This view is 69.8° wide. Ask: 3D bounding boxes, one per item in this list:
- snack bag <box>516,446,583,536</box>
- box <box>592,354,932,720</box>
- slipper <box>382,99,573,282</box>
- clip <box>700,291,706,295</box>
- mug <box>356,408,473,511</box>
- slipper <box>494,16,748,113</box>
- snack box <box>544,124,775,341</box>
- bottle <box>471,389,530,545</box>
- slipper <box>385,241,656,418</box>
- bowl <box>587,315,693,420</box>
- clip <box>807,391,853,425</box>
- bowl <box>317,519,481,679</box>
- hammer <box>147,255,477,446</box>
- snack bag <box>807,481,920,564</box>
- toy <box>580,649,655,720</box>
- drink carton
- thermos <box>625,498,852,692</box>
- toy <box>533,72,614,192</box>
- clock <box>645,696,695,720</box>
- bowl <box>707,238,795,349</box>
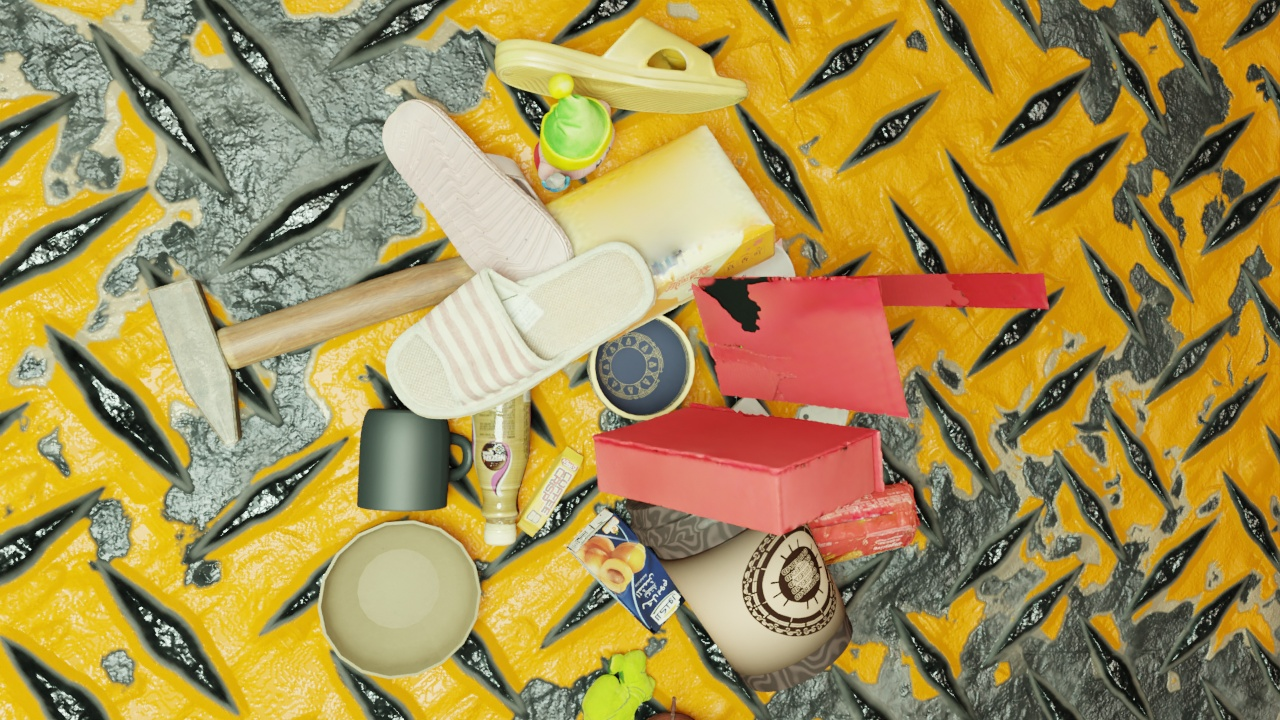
[{"bbox_3d":[-0.095,0.138,0.967,0.026,0.020,0.099,36,80,-15],"label":"snack bag"},{"bbox_3d":[0.104,0.179,0.812,0.197,0.217,0.351,-18,107,-42],"label":"box"},{"bbox_3d":[-0.157,-0.160,0.913,0.239,0.064,0.094,47,112,6],"label":"slipper"},{"bbox_3d":[0.037,-0.154,1.004,0.112,0.028,0.163,4,88,-19],"label":"clip"},{"bbox_3d":[-0.216,0.095,0.903,0.121,0.085,0.094,4,87,-45],"label":"mug"},{"bbox_3d":[-0.018,-0.310,0.952,0.263,0.099,0.078,4,87,-13],"label":"slipper"},{"bbox_3d":[0.017,-0.132,0.921,0.195,0.081,0.145,-28,67,-4],"label":"snack box"},{"bbox_3d":[-0.141,0.103,0.932,0.059,0.060,0.166,0,91,-17],"label":"bottle"},{"bbox_3d":[-0.112,-0.033,0.841,0.263,0.052,0.115,-25,85,0],"label":"slipper"},{"bbox_3d":[-0.006,0.006,0.972,0.112,0.061,0.112,0,90,-17],"label":"bowl"},{"bbox_3d":[0.212,0.071,1.055,0.056,0.056,0.102,19,83,-41],"label":"clip"},{"bbox_3d":[-0.237,0.230,0.906,0.152,0.050,0.152,0,90,-17],"label":"bowl"},{"bbox_3d":[-0.294,-0.038,0.896,0.300,0.037,0.158,-20,96,-16],"label":"hammer"},{"bbox_3d":[0.241,0.185,1.040,0.176,0.082,0.082,-8,92,-17],"label":"snack bag"},{"bbox_3d":[-0.024,0.361,0.982,0.093,0.036,0.094,-20,98,-25],"label":"toy"},{"bbox_3d":[-0.011,0.226,0.982,0.064,0.040,0.130,-45,102,-12],"label":"drink carton"},{"bbox_3d":[0.109,0.207,0.946,0.172,0.173,0.226,-31,96,-15],"label":"thermos"},{"bbox_3d":[-0.075,-0.226,0.914,0.097,0.131,0.124,41,79,-18],"label":"toy"},{"bbox_3d":[0.041,0.446,0.971,0.120,0.072,0.158,-34,114,-15],"label":"clock"},{"bbox_3d":[0.114,-0.073,1.004,0.114,0.051,0.115,-16,114,-39],"label":"bowl"}]
